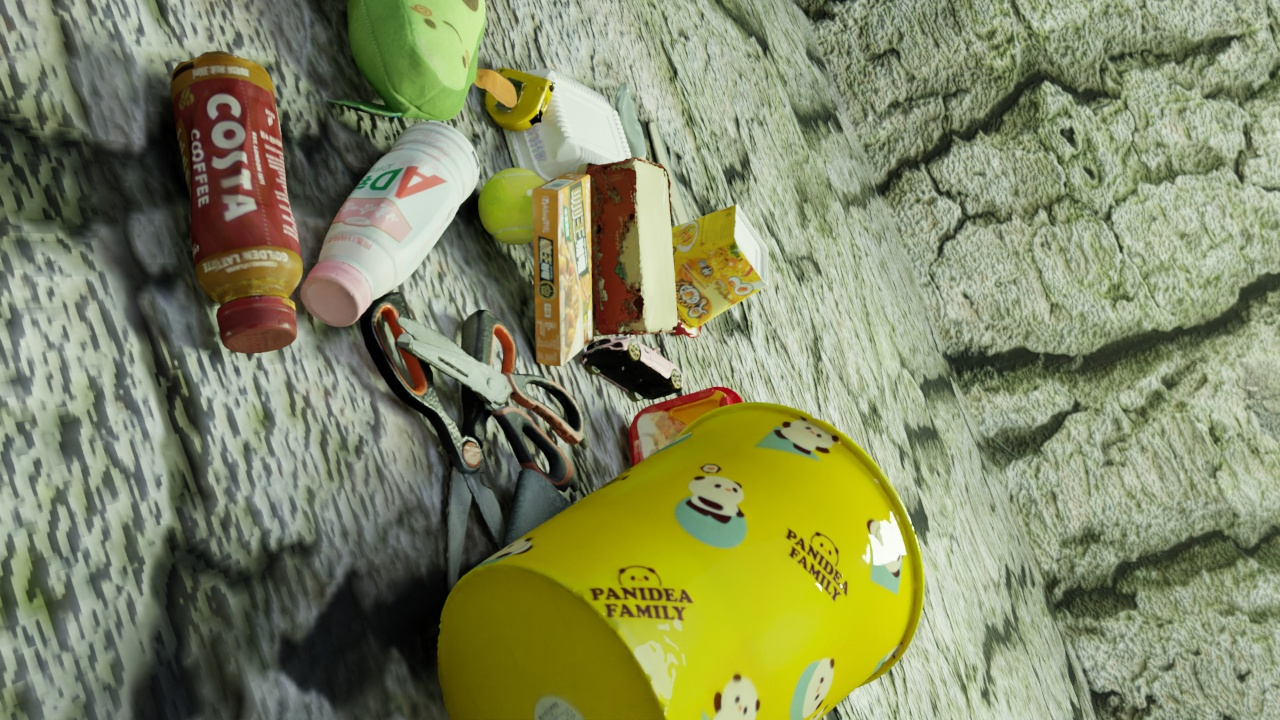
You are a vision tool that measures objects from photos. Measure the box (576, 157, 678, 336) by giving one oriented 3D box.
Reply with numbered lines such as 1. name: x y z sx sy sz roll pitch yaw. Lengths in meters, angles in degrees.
1. box: -0.005 -0.108 0.891 0.091 0.079 0.168 -9 96 -63

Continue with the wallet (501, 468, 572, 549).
1. wallet: -0.063 0.151 0.682 0.121 0.019 0.097 51 36 -41

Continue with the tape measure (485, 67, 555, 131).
1. tape measure: -0.118 -0.248 0.868 0.029 0.060 0.057 52 59 -77

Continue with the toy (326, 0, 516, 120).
1. toy: -0.181 -0.282 0.749 0.226 0.090 0.246 30 41 -41

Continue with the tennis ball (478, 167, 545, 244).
1. tennis ball: -0.107 -0.133 0.791 0.065 0.066 0.065 42 35 -40

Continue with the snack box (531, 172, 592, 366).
1. snack box: -0.066 -0.078 0.788 0.075 0.026 0.154 -49 143 -62

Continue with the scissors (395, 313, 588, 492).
1. scissors: -0.102 0.037 0.669 0.205 0.015 0.194 -28 102 -63

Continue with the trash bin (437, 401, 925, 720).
1. trash bin: 0.026 0.168 0.597 0.254 0.230 0.229 -19 86 -49

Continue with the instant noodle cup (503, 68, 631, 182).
1. instant noodle cup: -0.069 -0.230 0.949 0.173 0.060 0.138 3 66 -59

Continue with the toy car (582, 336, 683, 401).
1. toy car: -0.005 0.005 0.879 0.122 0.056 0.037 34 45 -47

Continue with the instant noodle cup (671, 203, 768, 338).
1. instant noodle cup: 0.073 -0.106 1.037 0.116 0.124 0.115 49 32 -31

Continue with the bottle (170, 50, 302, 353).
1. bottle: -0.232 -0.091 0.533 0.057 0.058 0.174 13 58 -58

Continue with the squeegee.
1. squeegee: 0.004 -0.246 1.089 0.246 0.039 0.246 50 22 -65

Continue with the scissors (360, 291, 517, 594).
1. scissors: -0.134 0.047 0.651 0.224 0.022 0.220 51 35 -31

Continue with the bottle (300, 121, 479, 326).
1. bottle: -0.173 -0.097 0.641 0.068 0.068 0.196 52 32 -27

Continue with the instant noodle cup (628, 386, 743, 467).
1. instant noodle cup: 0.061 0.102 0.876 0.124 0.116 0.116 49 29 -55
